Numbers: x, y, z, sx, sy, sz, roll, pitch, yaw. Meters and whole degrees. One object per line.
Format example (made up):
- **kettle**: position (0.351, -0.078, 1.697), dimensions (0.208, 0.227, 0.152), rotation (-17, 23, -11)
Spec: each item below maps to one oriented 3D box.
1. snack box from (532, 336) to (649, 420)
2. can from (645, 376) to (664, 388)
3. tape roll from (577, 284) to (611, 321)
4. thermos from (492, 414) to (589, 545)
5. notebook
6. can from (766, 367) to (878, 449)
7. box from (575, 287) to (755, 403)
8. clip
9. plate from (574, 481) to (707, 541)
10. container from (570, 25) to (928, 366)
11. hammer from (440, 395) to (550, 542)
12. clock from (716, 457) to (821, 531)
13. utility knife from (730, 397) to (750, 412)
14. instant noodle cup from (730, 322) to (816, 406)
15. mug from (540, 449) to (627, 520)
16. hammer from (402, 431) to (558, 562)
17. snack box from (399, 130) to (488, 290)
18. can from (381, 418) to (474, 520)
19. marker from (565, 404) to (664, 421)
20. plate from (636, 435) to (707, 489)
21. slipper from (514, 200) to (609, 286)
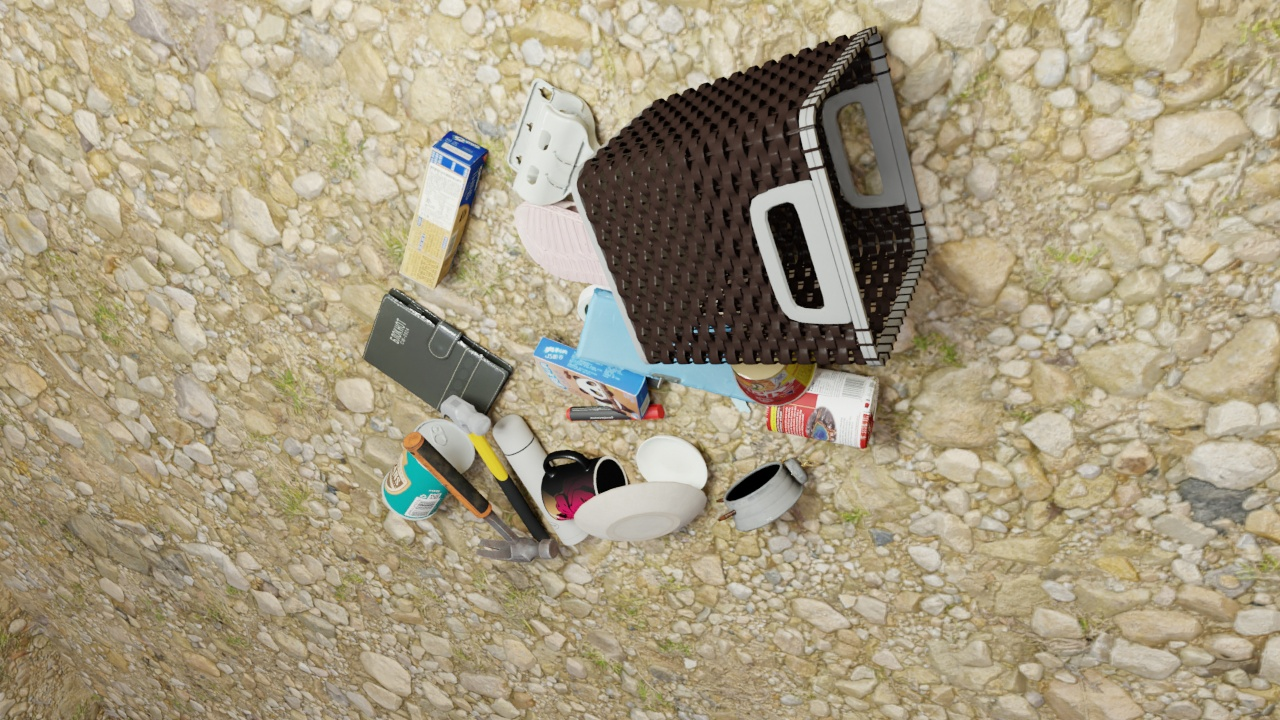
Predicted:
- **snack box**: position (-0.063, 0.025, 1.212), dimensions (0.151, 0.034, 0.087), rotation (21, 158, 14)
- **can**: position (-0.007, 0.007, 1.201), dimensions (0.080, 0.031, 0.032), rotation (23, 130, 9)
- **tape roll**: position (-0.031, -0.065, 1.144), dimensions (0.094, 0.018, 0.094), rotation (5, 150, 3)
- **thermos**: position (-0.148, 0.179, 1.379), dimensions (0.052, 0.052, 0.224), rotation (-15, 116, 33)
- **notebook**: position (-0.301, 0.004, 1.342), dimensions (0.209, 0.029, 0.170), rotation (32, 133, -3)
- **can**: position (0.217, 0.053, 1.092), dimensions (0.116, 0.086, 0.087), rotation (10, 127, 19)
- **box**: position (0.043, -0.021, 1.118), dimensions (0.231, 0.054, 0.093), rotation (14, 111, -5)
- **clip**: position (-0.088, -0.226, 1.040), dimensions (0.152, 0.098, 0.127), rotation (38, 134, 9)
- **plate**: position (0.002, 0.221, 1.287), dimensions (0.188, 0.027, 0.189), rotation (-7, 149, -4)
- **container**: position (0.115, -0.145, 0.898), dimensions (0.244, 0.244, 0.247), rotation (-5, 121, 32)
- **hammer**: position (-0.210, 0.171, 1.378), dimensions (0.127, 0.029, 0.324), rotation (28, 151, 42)
- **clock**: position (0.171, 0.171, 1.201), dimensions (0.148, 0.104, 0.056), rotation (-34, 96, 8)
- **utility knife**: position (0.084, -0.018, 1.154), dimensions (0.031, 0.019, 0.217), rotation (-14, 120, 42)
- **instant noodle cup**: position (0.139, -0.003, 1.020), dimensions (0.100, 0.112, 0.100), rotation (-2, 83, 18)
- **mug**: position (-0.091, 0.173, 1.325), dimensions (0.098, 0.081, 0.118), rotation (-15, 125, 33)
- **hammer**: position (-0.257, 0.210, 1.365), dimensions (0.138, 0.034, 0.314), rotation (-9, 136, 28)
- **snack box**: position (-0.251, -0.187, 1.161), dimensions (0.056, 0.057, 0.207), rotation (28, 131, -1)
- **can**: position (-0.332, 0.171, 1.430), dimensions (0.099, 0.099, 0.144), rotation (37, 131, -4)
- **marker**: position (-0.037, 0.073, 1.271), dimensions (0.145, 0.021, 0.023), rotation (-3, 152, 27)
- **plate**: position (0.047, 0.141, 1.277), dimensions (0.104, 0.026, 0.104), rotation (13, 128, 17)
- **slipper**: position (-0.043, -0.139, 1.092), dimensions (0.239, 0.064, 0.094), rotation (19, 134, 29)
